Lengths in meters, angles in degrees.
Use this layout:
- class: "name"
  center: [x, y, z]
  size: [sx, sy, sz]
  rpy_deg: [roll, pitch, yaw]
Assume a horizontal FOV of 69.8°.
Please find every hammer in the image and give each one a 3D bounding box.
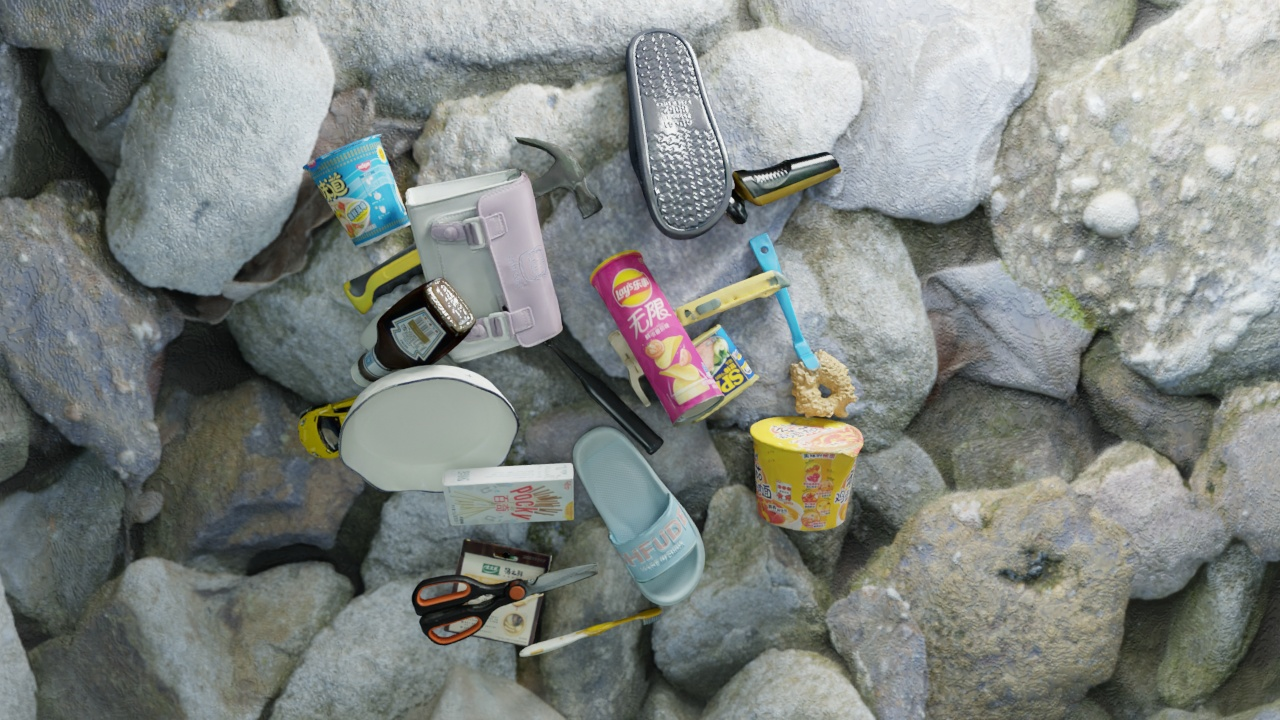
- class: "hammer"
  center: [-0.215, -0.160, 1.117]
  size: [0.323, 0.032, 0.126]
  rpy_deg: [-30, 97, -1]

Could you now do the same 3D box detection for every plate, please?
- class: "plate"
  center: [-0.249, 0.080, 1.079]
  size: [0.204, 0.045, 0.205]
  rpy_deg: [-10, 138, -10]

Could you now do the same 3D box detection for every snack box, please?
- class: "snack box"
  center: [-0.160, 0.166, 1.131]
  size: [0.157, 0.026, 0.085]
  rpy_deg: [-2, 135, -4]
- class: "snack box"
  center: [-0.177, 0.286, 1.149]
  size: [0.113, 0.053, 0.125]
  rpy_deg: [13, 94, -5]

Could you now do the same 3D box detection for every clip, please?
- class: "clip"
  center: [-0.006, 0.008, 1.142]
  size: [0.034, 0.071, 0.100]
  rpy_deg: [-32, 100, -1]

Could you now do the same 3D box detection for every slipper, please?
- class: "slipper"
  center: [0.000, 0.193, 1.144]
  size: [0.104, 0.074, 0.245]
  rpy_deg: [-31, 95, -2]
- class: "slipper"
  center: [0.039, -0.266, 1.110]
  size: [0.110, 0.083, 0.268]
  rpy_deg: [-7, 78, -12]

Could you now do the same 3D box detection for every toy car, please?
- class: "toy car"
  center: [-0.343, 0.077, 1.120]
  size: [0.156, 0.041, 0.071]
  rpy_deg: [-16, 102, 0]

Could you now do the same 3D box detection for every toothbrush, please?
- class: "toothbrush"
  center: [-0.053, 0.036, 1.149]
  size: [0.212, 0.027, 0.026]
  rpy_deg: [45, 53, -7]
- class: "toothbrush"
  center: [-0.061, 0.346, 1.161]
  size: [0.191, 0.016, 0.018]
  rpy_deg: [-12, 107, -19]

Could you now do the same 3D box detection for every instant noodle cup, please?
- class: "instant noodle cup"
  center: [-0.327, -0.195, 1.078]
  size: [0.099, 0.099, 0.110]
  rpy_deg: [-24, 105, -2]
- class: "instant noodle cup"
  center: [0.200, 0.139, 1.129]
  size: [0.138, 0.138, 0.110]
  rpy_deg: [0, 103, -5]

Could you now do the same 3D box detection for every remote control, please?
- class: "remote control"
  center: [-0.273, 0.002, 1.131]
  size: [0.150, 0.021, 0.058]
  rpy_deg: [43, 97, -8]

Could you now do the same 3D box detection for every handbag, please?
- class: "handbag"
  center: [-0.178, -0.110, 1.068]
  size: [0.145, 0.098, 0.197]
  rpy_deg: [-17, 117, -10]

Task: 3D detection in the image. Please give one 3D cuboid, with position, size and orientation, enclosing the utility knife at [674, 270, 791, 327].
- class: "utility knife"
  center: [0.085, -0.066, 1.148]
  size: [0.211, 0.022, 0.031]
  rpy_deg: [-22, 84, 12]

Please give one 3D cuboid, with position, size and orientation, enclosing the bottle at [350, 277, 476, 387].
- class: "bottle"
  center: [-0.271, -0.022, 1.055]
  size: [0.195, 0.043, 0.080]
  rpy_deg: [-31, 100, 38]

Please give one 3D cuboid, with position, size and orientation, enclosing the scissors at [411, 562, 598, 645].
- class: "scissors"
  center: [-0.160, 0.295, 1.122]
  size: [0.235, 0.021, 0.142]
  rpy_deg: [5, 107, -8]

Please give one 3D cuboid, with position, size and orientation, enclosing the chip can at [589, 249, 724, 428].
- class: "chip can"
  center: [0.018, -0.027, 1.086]
  size: [0.071, 0.071, 0.210]
  rpy_deg: [-29, 73, -1]

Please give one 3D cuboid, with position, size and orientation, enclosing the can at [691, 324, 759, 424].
- class: "can"
  center: [0.081, 0.016, 1.143]
  size: [0.102, 0.057, 0.083]
  rpy_deg: [-36, 95, -1]

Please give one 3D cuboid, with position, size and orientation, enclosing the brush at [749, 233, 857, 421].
- class: "brush"
  center: [0.197, -0.040, 1.155]
  size: [0.083, 0.046, 0.254]
  rpy_deg: [-23, 92, -1]

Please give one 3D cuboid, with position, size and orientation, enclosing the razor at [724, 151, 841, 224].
- class: "razor"
  center: [0.169, -0.217, 1.135]
  size: [0.167, 0.062, 0.068]
  rpy_deg: [-20, 127, -8]
